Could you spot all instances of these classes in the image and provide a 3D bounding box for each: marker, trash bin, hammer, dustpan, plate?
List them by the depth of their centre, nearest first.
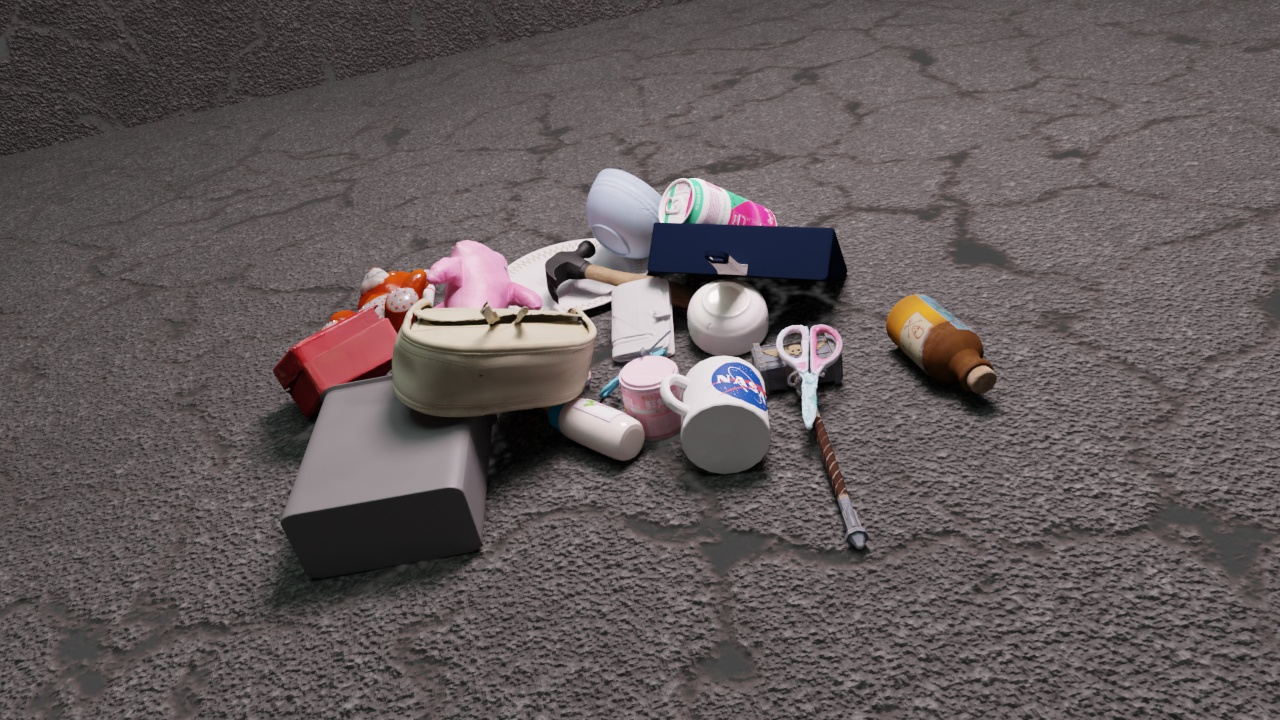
[{"bbox_3d":[0.189,0.078,0.960,0.098,0.044,0.321,-9,34,3],"label":"hammer"},{"bbox_3d":[-0.261,0.111,0.990,0.192,0.098,0.219,-10,33,1],"label":"trash bin"},{"bbox_3d":[0.132,-0.126,1.189,0.237,0.273,0.080,5,78,20],"label":"dustpan"},{"bbox_3d":[0.003,-0.101,1.279,0.306,0.040,0.132,17,39,28],"label":"hammer"},{"bbox_3d":[-0.104,-0.125,1.390,0.242,0.016,0.242,-8,32,5],"label":"plate"},{"bbox_3d":[-0.327,-0.094,1.407,0.019,0.019,0.145,-12,32,-1],"label":"marker"}]

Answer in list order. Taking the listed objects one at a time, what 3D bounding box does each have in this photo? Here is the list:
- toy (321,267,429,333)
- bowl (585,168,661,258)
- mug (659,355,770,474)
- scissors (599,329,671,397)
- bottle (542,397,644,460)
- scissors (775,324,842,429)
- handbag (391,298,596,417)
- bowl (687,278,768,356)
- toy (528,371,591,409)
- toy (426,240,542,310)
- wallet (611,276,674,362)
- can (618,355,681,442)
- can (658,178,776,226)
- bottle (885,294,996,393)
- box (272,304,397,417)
[{"bbox_3d":[-0.372,-0.079,1.325,0.164,0.093,0.172,-28,24,16],"label":"toy"},{"bbox_3d":[-0.024,-0.202,1.353,0.151,0.150,0.074,20,66,40],"label":"bowl"},{"bbox_3d":[0.075,0.051,0.969,0.121,0.091,0.090,23,31,-11],"label":"mug"},{"bbox_3d":[-0.008,0.007,1.093,0.126,0.136,0.015,-37,75,-2],"label":"scissors"},{"bbox_3d":[-0.061,0.069,1.036,0.146,0.051,0.051,19,42,39],"label":"bottle"},{"bbox_3d":[0.182,0.017,1.004,0.077,0.017,0.173,1,42,11],"label":"scissors"},{"bbox_3d":[-0.153,-0.034,1.013,0.229,0.132,0.184,6,26,-20],"label":"handbag"},{"bbox_3d":[0.109,-0.061,1.160,0.105,0.054,0.104,-5,52,7],"label":"bowl"},{"bbox_3d":[-0.116,0.024,1.130,0.105,0.053,0.108,10,36,12],"label":"toy"},{"bbox_3d":[-0.240,-0.083,1.258,0.187,0.128,0.265,-14,43,14],"label":"toy"},{"bbox_3d":[0.000,-0.054,1.193,0.086,0.032,0.116,-12,58,9],"label":"wallet"},{"bbox_3d":[0.014,0.042,1.032,0.067,0.076,0.067,-8,32,5],"label":"can"},{"bbox_3d":[0.112,-0.197,1.304,0.165,0.088,0.088,15,15,-37],"label":"can"},{"bbox_3d":[0.341,-0.013,1.027,0.068,0.068,0.157,-16,32,-8],"label":"bottle"},{"bbox_3d":[-0.383,-0.002,1.153,0.129,0.087,0.159,-31,2,-30],"label":"box"}]
